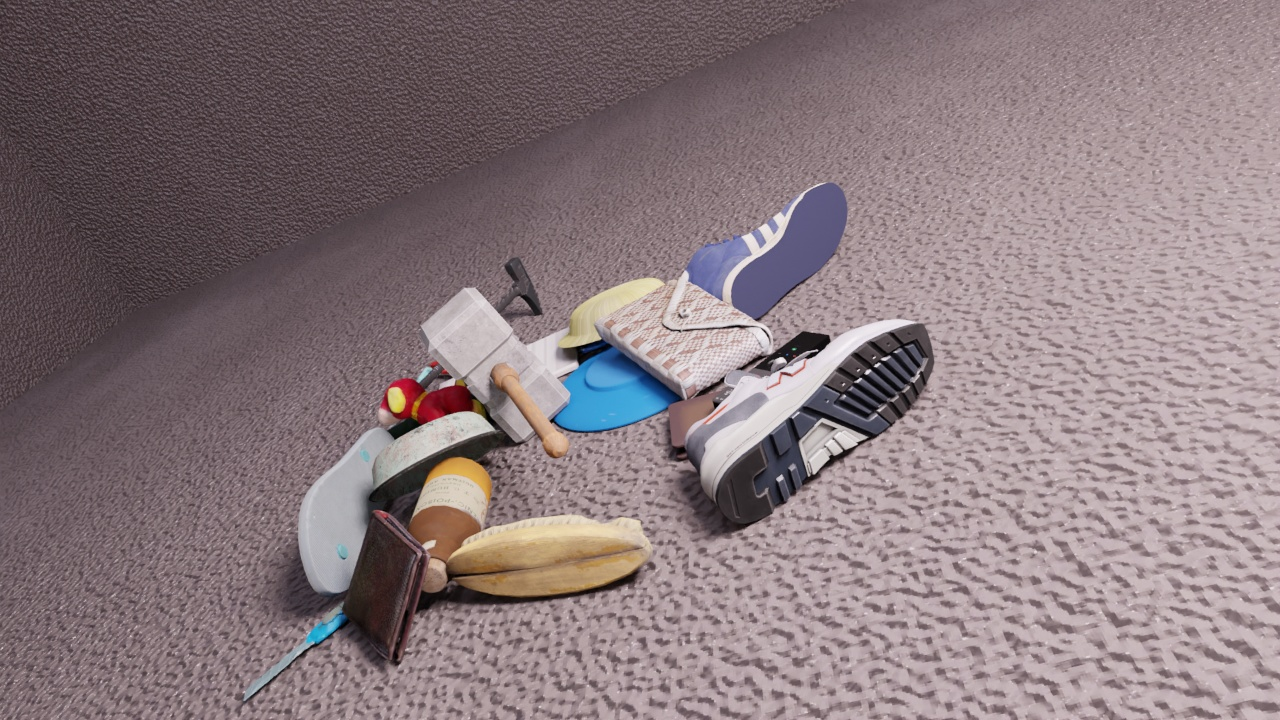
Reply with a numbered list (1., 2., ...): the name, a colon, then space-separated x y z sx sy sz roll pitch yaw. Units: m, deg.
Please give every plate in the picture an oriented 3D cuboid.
1. plate: -0.006 0.006 1.070 0.224 0.024 0.224 -21 24 10
2. plate: -0.030 -0.073 1.199 0.184 0.036 0.184 -22 13 5

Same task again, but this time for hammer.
1. hammer: -0.124 0.036 0.938 0.083 0.163 0.318 -42 26 -5
2. hammer: -0.234 -0.027 1.281 0.015 0.095 0.323 -8 29 33

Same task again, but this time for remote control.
1. remote control: 0.132 0.010 0.915 0.149 0.013 0.034 -34 30 -33

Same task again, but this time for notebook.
1. notebook: -0.181 0.022 1.232 0.210 0.009 0.142 -24 23 5

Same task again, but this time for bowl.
1. bowl: -0.223 0.098 0.979 0.157 0.038 0.157 -28 -10 -5

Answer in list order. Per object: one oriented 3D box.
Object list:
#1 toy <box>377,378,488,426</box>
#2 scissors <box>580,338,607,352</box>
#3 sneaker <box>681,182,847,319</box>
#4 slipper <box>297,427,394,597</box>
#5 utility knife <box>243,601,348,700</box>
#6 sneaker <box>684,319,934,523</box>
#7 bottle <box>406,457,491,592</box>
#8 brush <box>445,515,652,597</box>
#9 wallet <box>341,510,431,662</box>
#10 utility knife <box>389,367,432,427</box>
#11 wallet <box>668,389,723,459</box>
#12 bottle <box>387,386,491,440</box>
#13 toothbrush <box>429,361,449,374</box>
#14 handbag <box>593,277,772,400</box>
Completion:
1. toy: -0.240 0.062 1.084 0.137 0.067 0.105 27 72 14
2. scissors: -0.014 -0.038 1.152 0.140 0.011 0.134 -22 10 11
3. sneaker: 0.146 -0.131 1.136 0.232 0.091 0.119 -47 28 -25
4. slipper: -0.323 0.153 0.990 0.055 0.098 0.268 -19 23 11
5. utility knife: -0.282 0.240 0.874 0.221 0.015 0.031 -42 24 -30
6. sneaker: 0.131 0.033 0.798 0.239 0.089 0.124 -36 29 -15
7. bottle: -0.186 0.160 0.876 0.068 0.068 0.156 -21 24 9
8. brush: -0.078 0.163 0.775 0.196 0.059 0.043 -12 18 25
9. wallet: -0.226 0.198 0.819 0.120 0.031 0.099 16 91 55
10. utility knife: -0.327 0.050 1.308 0.022 0.015 0.165 -19 22 16
11. wallet: 0.086 0.052 0.899 0.116 0.018 0.091 -18 24 7
12. bottle: -0.256 0.072 1.147 0.174 0.055 0.055 -24 24 7
13. toothbrush: -0.235 0.010 1.276 0.213 0.018 0.012 0 33 47
14. handbag: 0.044 -0.033 1.019 0.124 0.047 0.186 -31 38 -19
